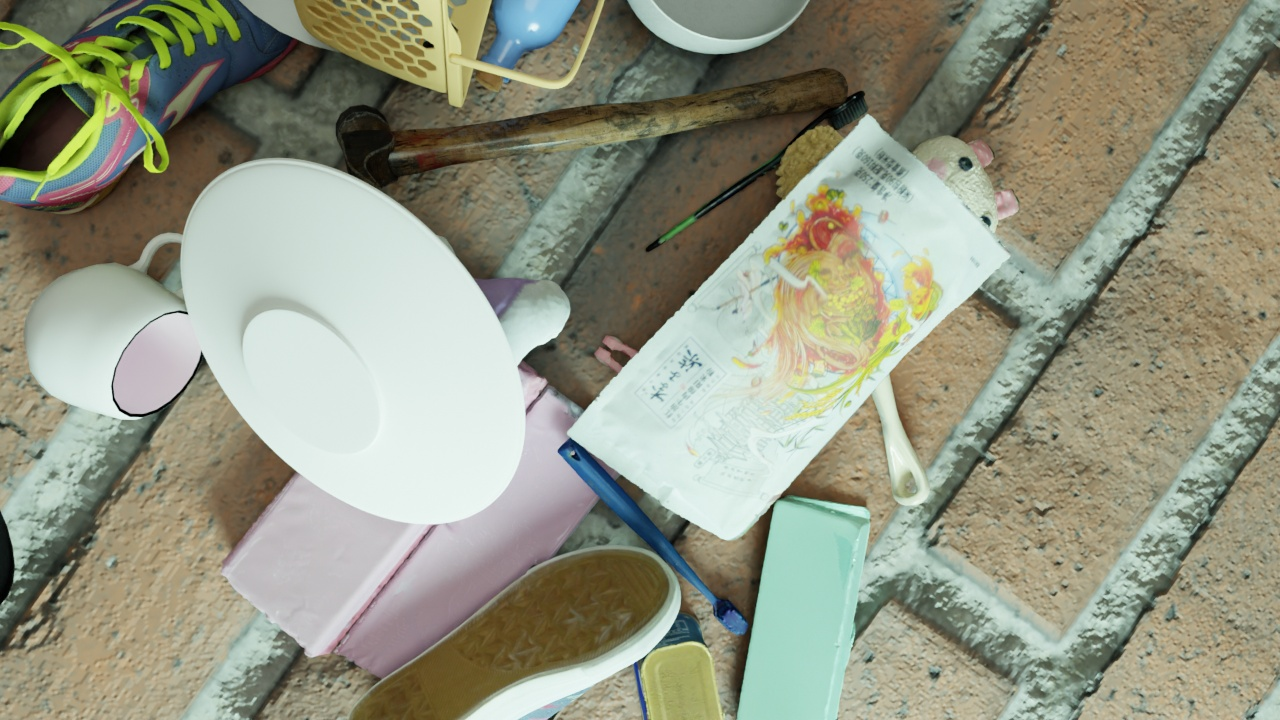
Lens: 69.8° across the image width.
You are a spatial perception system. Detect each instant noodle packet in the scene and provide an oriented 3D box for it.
[{"bbox_3d":[0.093,-0.007,0.578,0.147,0.057,0.269,37,104,-17],"label":"instant noodle packet"}]

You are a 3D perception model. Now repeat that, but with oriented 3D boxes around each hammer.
[{"bbox_3d":[-0.018,-0.146,0.578,0.330,0.120,0.033,-13,129,-14],"label":"hammer"}]

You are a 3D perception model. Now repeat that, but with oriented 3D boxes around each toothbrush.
[{"bbox_3d":[0.081,-0.128,0.633,0.188,0.014,0.017,-36,104,-3],"label":"toothbrush"},{"bbox_3d":[0.012,0.123,0.623,0.016,0.017,0.190,-44,106,-9],"label":"toothbrush"}]

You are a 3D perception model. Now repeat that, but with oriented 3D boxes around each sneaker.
[{"bbox_3d":[-0.077,0.206,0.611,0.235,0.087,0.079,-30,139,-7],"label":"sneaker"},{"bbox_3d":[-0.290,-0.177,0.548,0.241,0.091,0.116,-44,95,-3],"label":"sneaker"}]

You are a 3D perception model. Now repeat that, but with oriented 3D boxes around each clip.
[{"bbox_3d":[-0.002,0.001,0.627,0.057,0.022,0.035,33,93,-6],"label":"clip"}]

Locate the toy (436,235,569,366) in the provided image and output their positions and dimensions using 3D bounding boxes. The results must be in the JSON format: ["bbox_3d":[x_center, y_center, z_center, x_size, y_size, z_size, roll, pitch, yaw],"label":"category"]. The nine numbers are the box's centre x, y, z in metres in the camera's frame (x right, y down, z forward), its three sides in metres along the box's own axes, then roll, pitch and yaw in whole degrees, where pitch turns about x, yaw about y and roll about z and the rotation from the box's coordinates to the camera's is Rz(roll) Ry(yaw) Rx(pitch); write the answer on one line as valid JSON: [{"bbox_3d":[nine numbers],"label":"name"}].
[{"bbox_3d":[-0.159,-0.029,0.551,0.209,0.085,0.137,25,86,16],"label":"toy"}]

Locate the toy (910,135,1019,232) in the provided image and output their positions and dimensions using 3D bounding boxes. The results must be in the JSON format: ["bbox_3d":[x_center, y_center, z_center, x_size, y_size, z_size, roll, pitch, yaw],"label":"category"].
[{"bbox_3d":[0.210,-0.110,0.634,0.112,0.050,0.087,-19,95,-10],"label":"toy"}]

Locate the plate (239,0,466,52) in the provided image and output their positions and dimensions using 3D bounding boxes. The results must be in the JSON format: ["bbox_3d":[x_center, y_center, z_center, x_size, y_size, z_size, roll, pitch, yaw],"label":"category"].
[{"bbox_3d":[-0.180,-0.274,0.562,0.172,0.019,0.172,4,80,-22],"label":"plate"}]

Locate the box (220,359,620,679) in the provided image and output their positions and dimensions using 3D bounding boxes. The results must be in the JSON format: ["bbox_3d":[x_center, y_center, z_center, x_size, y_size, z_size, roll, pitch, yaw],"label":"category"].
[{"bbox_3d":[-0.136,0.099,0.603,0.180,0.055,0.233,38,89,-8],"label":"box"}]

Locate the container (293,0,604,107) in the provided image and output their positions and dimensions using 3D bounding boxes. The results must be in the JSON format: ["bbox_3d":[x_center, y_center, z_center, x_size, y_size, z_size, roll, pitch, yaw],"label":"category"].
[{"bbox_3d":[-0.093,-0.252,0.510,0.167,0.129,0.183,14,76,-7],"label":"container"}]

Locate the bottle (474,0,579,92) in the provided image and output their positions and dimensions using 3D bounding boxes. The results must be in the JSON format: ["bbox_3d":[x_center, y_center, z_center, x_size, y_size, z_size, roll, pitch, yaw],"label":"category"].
[{"bbox_3d":[-0.067,-0.233,0.591,0.048,0.048,0.131,31,90,-7],"label":"bottle"}]

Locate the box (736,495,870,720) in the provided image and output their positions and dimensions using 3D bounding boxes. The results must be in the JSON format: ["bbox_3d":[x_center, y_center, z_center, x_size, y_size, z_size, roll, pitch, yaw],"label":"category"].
[{"bbox_3d":[0.120,0.191,0.651,0.077,0.079,0.189,10,93,33],"label":"box"}]

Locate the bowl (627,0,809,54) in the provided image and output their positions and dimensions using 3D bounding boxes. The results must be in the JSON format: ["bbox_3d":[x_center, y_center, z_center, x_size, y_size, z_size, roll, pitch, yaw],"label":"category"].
[{"bbox_3d":[0.045,-0.263,0.591,0.131,0.064,0.132,-1,96,-15],"label":"bowl"}]

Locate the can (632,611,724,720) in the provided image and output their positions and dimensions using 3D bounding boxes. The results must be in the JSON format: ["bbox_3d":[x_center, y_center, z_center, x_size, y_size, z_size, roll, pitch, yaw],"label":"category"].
[{"bbox_3d":[0.027,0.230,0.625,0.054,0.059,0.100,-11,95,-6],"label":"can"}]

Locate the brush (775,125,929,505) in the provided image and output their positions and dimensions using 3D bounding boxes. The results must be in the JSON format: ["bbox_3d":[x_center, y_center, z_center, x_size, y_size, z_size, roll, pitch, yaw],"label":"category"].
[{"bbox_3d":[0.154,-0.026,0.628,0.077,0.062,0.272,-21,101,-28],"label":"brush"}]

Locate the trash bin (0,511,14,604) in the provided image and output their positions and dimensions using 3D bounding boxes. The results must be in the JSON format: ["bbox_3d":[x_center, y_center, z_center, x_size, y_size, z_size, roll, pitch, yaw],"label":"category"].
[{"bbox_3d":[-0.511,0.135,0.491,0.243,0.217,0.217,-31,96,-11],"label":"trash bin"}]

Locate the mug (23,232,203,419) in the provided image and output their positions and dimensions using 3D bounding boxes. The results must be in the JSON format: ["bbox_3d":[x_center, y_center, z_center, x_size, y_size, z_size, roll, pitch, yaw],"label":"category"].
[{"bbox_3d":[-0.312,-0.028,0.559,0.076,0.090,0.123,25,72,11],"label":"mug"}]

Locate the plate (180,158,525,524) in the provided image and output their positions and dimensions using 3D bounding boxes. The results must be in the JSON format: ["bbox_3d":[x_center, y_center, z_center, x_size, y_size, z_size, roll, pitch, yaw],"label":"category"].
[{"bbox_3d":[-0.170,0.006,0.499,0.230,0.030,0.230,14,125,20],"label":"plate"}]
